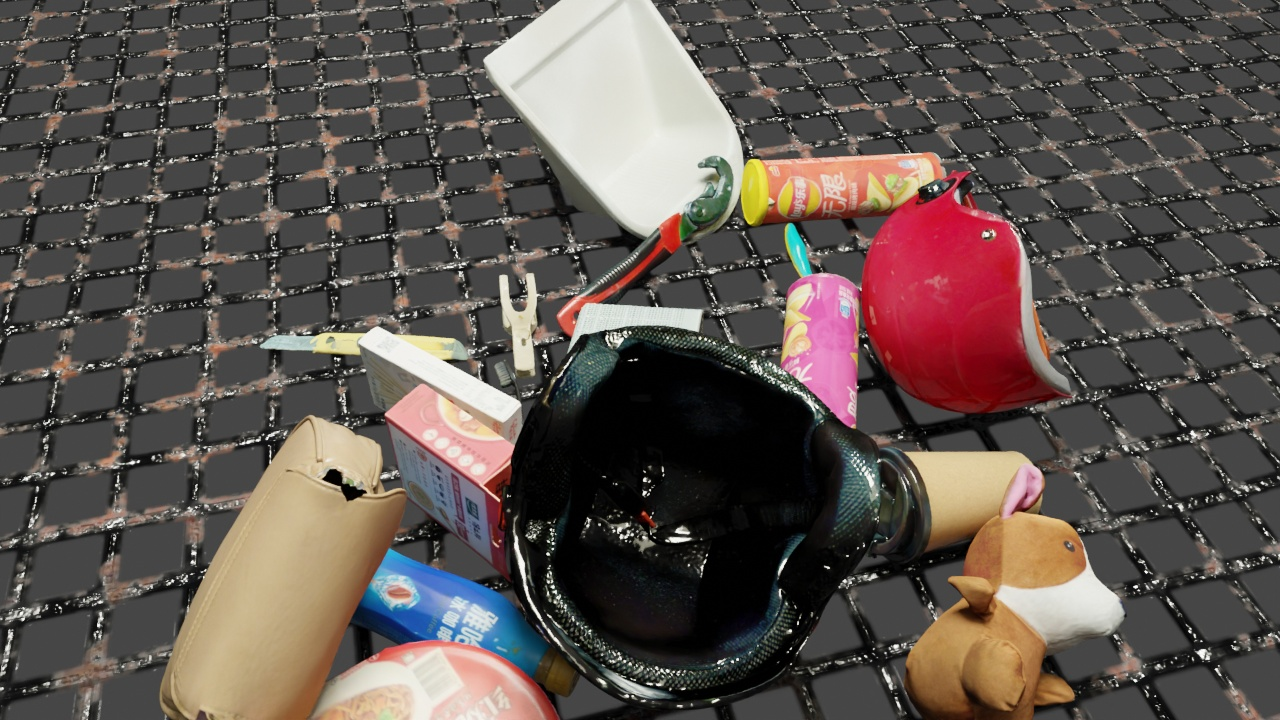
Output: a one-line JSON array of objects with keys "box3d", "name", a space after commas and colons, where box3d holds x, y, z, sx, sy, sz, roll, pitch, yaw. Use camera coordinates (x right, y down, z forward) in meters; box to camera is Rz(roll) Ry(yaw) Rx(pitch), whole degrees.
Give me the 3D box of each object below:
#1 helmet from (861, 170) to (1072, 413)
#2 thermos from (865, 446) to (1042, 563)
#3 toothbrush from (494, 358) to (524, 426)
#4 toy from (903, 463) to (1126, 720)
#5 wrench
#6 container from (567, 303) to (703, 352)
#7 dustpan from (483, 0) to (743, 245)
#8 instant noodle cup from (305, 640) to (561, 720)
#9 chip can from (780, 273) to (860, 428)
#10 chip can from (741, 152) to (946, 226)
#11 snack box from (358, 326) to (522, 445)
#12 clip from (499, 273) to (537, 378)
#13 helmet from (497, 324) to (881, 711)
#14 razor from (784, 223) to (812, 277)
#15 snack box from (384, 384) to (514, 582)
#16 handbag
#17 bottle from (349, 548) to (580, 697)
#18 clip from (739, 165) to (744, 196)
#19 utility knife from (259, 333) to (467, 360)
[{"box3d": [0.275, -0.056, 0.835, 0.144, 0.207, 0.239, -23, 30, 18], "name": "helmet"}, {"box3d": [0.247, 0.112, 0.747, 0.143, 0.093, 0.093, -4, 48, -18], "name": "thermos"}, {"box3d": [-0.102, 0.069, 0.812, 0.016, 0.014, 0.189, -13, 51, -13], "name": "toothbrush"}, {"box3d": [0.274, 0.184, 0.660, 0.131, 0.140, 0.199, 2, 37, 36], "name": "toy"}, {"box3d": [0.012, -0.118, 0.950, 0.272, 0.056, 0.016, -47, 21, -23], "name": "wrench"}, {"box3d": [-0.005, 0.005, 0.824, 0.111, 0.090, 0.090, 7, 48, 7], "name": "container"}, {"box3d": [0.002, -0.257, 0.979, 0.143, 0.258, 0.222, 18, 55, 39], "name": "dustpan"}, {"box3d": [-0.138, 0.281, 0.586, 0.194, 0.066, 0.193, 1, 50, -1], "name": "instant noodle cup"}, {"box3d": [0.154, 0.022, 0.800, 0.071, 0.071, 0.210, 8, 53, 4], "name": "chip can"}, {"box3d": [0.222, -0.191, 1.013, 0.216, 0.073, 0.073, -6, 49, -11], "name": "chip can"}, {"box3d": [-0.170, 0.037, 0.788, 0.157, 0.085, 0.026, 27, 51, 20], "name": "snack box"}, {"box3d": [-0.116, -0.031, 0.895, 0.035, 0.092, 0.103, -6, 84, -10], "name": "clip"}, {"box3d": [0.021, 0.110, 0.640, 0.233, 0.231, 0.274, 20, 60, -1], "name": "helmet"}, {"box3d": [0.180, -0.095, 0.959, 0.043, 0.028, 0.132, 3, 47, -33], "name": "razor"}, {"box3d": [-0.135, 0.096, 0.719, 0.127, 0.113, 0.044, 32, 53, 22], "name": "snack box"}, {"box3d": [-0.224, 0.142, 0.591, 0.099, 0.148, 0.204, 28, 82, -23], "name": "handbag"}, {"box3d": [-0.145, 0.187, 0.670, 0.219, 0.065, 0.065, 19, 50, 14], "name": "bottle"}, {"box3d": [0.120, -0.200, 1.053, 0.038, 0.026, 0.058, -16, 57, -5], "name": "clip"}, {"box3d": [-0.263, -0.013, 0.879, 0.196, 0.020, 0.030, -1, 43, 2], "name": "utility knife"}]
